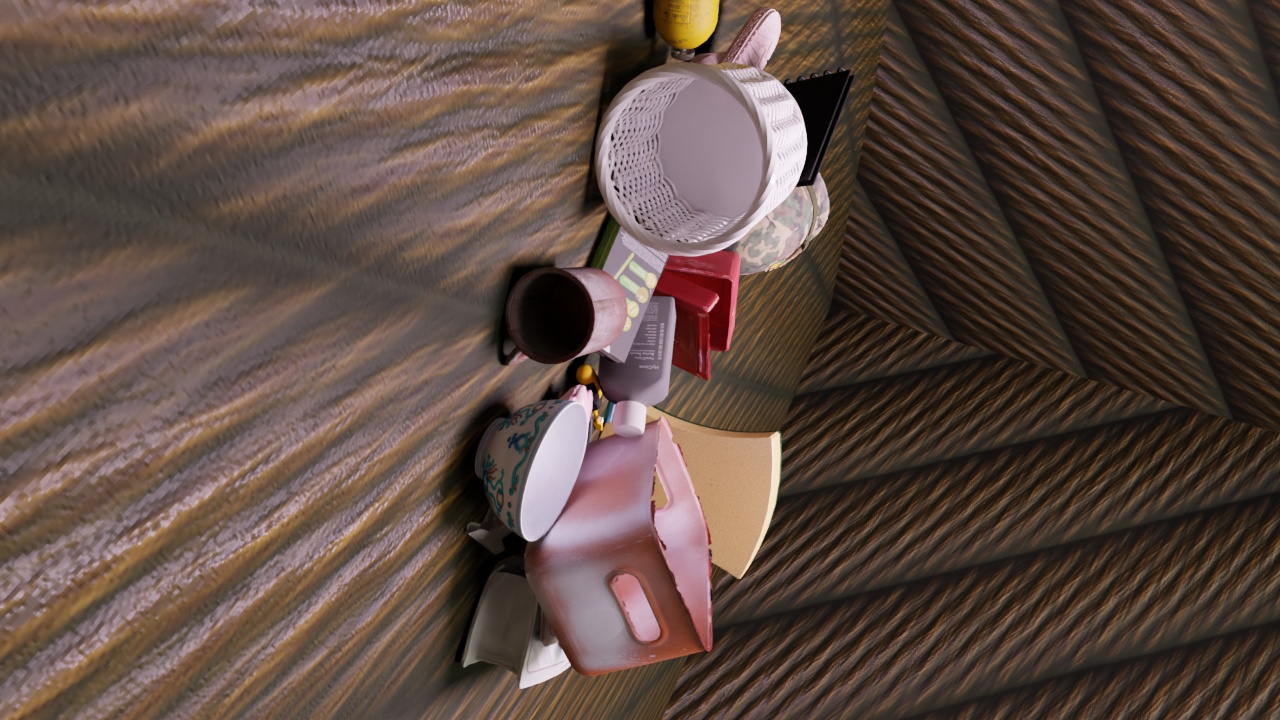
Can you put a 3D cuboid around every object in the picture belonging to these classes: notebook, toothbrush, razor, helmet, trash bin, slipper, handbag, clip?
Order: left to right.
[{"bbox_3d":[-0.149,0.175,0.972,0.054,0.040,0.102,-54,161,-15],"label":"clip"},{"bbox_3d":[-0.118,0.298,1.088,0.198,0.096,0.142,31,76,-72],"label":"handbag"},{"bbox_3d":[-0.060,0.051,1.146,0.197,0.031,0.030,84,23,-65],"label":"toothbrush"},{"bbox_3d":[-0.027,0.011,1.189,0.042,0.022,0.144,22,77,-73],"label":"razor"},{"bbox_3d":[-0.019,0.206,1.031,0.259,0.157,0.181,-84,154,-67],"label":"trash bin"},{"bbox_3d":[0.091,-0.346,1.157,0.239,0.064,0.094,-57,159,-4],"label":"slipper"},{"bbox_3d":[0.158,-0.222,1.282,0.235,0.192,0.225,-48,-176,-24],"label":"helmet"},{"bbox_3d":[0.148,-0.283,1.161,0.019,0.232,0.169,37,68,-38],"label":"notebook"}]

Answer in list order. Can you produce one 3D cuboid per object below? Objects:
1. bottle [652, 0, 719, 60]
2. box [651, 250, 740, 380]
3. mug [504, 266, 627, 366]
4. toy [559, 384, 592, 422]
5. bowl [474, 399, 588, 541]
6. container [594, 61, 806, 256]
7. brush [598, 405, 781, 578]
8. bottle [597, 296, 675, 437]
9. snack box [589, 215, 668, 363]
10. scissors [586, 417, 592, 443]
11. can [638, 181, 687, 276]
[{"bbox_3d":[0.048,-0.393,0.947,0.070,0.071,0.164,-57,158,-43],"label":"bottle"},{"bbox_3d":[0.062,-0.076,1.236,0.117,0.136,0.158,-58,160,-30],"label":"box"},{"bbox_3d":[-0.080,-0.036,0.895,0.123,0.096,0.110,-39,169,18],"label":"mug"},{"bbox_3d":[-0.084,0.071,1.030,0.095,0.053,0.099,-62,161,-8],"label":"toy"},{"bbox_3d":[-0.116,0.099,0.912,0.144,0.074,0.144,19,89,-74],"label":"bowl"},{"bbox_3d":[0.072,-0.224,0.991,0.186,0.189,0.190,-42,146,-63],"label":"container"},{"bbox_3d":[0.060,0.169,1.266,0.075,0.250,0.195,-8,110,-73],"label":"brush"},{"bbox_3d":[-0.006,0.006,1.082,0.046,0.084,0.173,80,14,-59],"label":"bottle"},{"bbox_3d":[-0.026,-0.081,1.043,0.080,0.025,0.147,34,71,-39],"label":"snack box"},{"bbox_3d":[-0.084,0.139,1.171,0.130,0.019,0.150,78,33,-60],"label":"scissors"},{"bbox_3d":[0.023,-0.164,1.137,0.054,0.054,0.137,73,38,-64],"label":"can"}]
